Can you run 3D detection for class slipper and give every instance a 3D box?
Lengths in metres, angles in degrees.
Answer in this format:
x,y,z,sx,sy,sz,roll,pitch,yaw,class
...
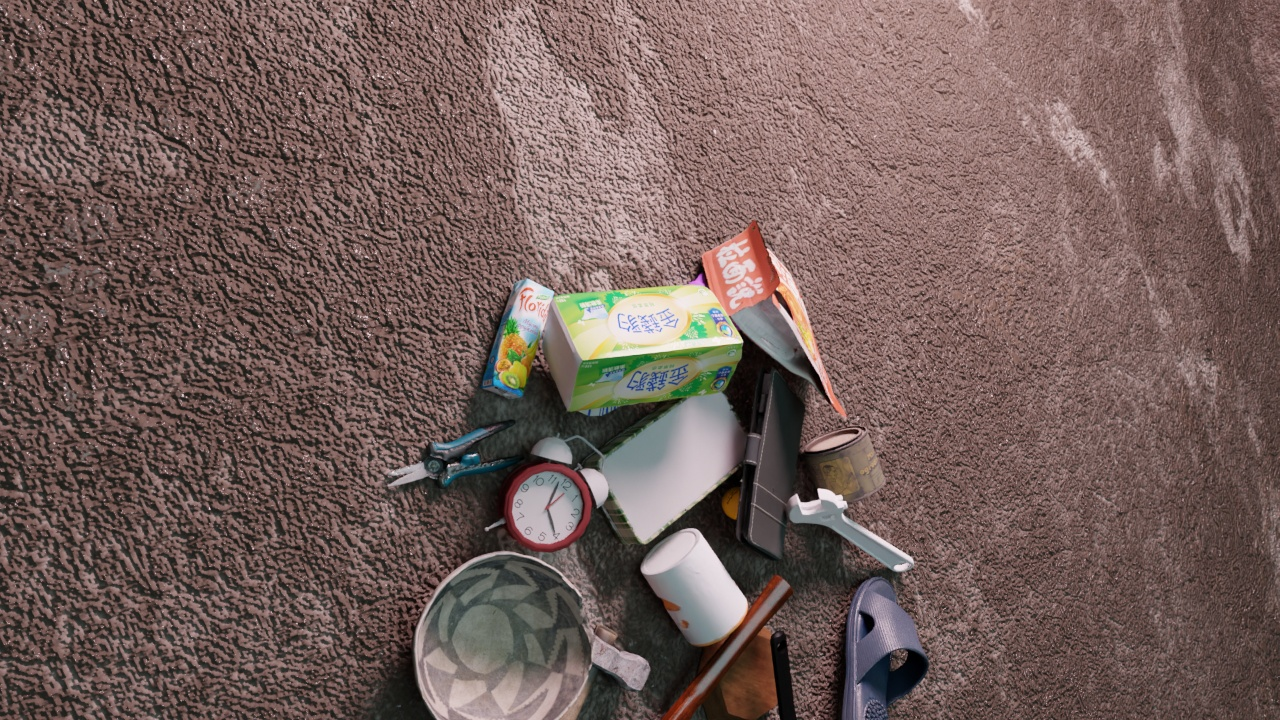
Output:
x,y,z,sx,sy,sz,roll,pitch,yaw,class
0.312,0.386,1.154,0.101,0.083,0.262,45,44,-26,slipper

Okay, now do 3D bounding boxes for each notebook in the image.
x,y,z,sx,sy,sz,roll,pitch,yaw,class
0.158,0.128,1.111,0.169,0.029,0.208,40,55,-59,notebook

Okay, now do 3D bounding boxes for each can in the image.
x,y,z,sx,sy,sz,roll,pitch,yaw,class
0.261,0.134,1.184,0.089,0.090,0.074,-27,99,-33,can

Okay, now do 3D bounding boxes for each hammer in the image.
x,y,z,sx,sy,sz,roll,pitch,yaw,class
-0.104,0.420,0.932,0.121,0.049,0.318,35,67,-20,hammer
0.072,0.364,1.031,0.300,0.028,0.111,-46,115,-18,hammer

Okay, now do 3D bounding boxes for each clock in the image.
x,y,z,sx,sy,sz,roll,pitch,yaw,class
-0.093,0.142,0.955,0.096,0.048,0.137,42,77,-11,clock

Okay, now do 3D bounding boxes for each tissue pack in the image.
x,y,z,sx,sy,sz,roll,pitch,yaw,class
-0.006,0.006,1.002,0.197,0.142,0.120,-2,45,-19,tissue pack

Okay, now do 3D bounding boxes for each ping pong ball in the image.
x,y,z,sx,sy,sz,roll,pitch,yaw,class
0.119,0.173,1.114,0.040,0.040,0.040,5,80,-33,ping pong ball

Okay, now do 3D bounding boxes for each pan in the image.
x,y,z,sx,sy,sz,roll,pitch,yaw,class
0.193,0.488,1.081,0.203,0.044,0.356,-17,104,-39,pan

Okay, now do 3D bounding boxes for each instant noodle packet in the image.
x,y,z,sx,sy,sz,roll,pitch,yaw,class
0.176,-0.040,1.126,0.221,0.084,0.164,48,18,-29,instant noodle packet

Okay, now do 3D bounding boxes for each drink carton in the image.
x,y,z,sx,sy,sz,roll,pitch,yaw,class
-0.129,-0.024,0.976,0.044,0.039,0.128,25,70,-29,drink carton

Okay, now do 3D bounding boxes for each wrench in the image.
x,y,z,sx,sy,sz,roll,pitch,yaw,class
0.282,0.227,1.192,0.273,0.066,0.018,35,37,-38,wrench

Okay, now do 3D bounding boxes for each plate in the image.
x,y,z,sx,sy,sz,roll,pitch,yaw,class
0.126,0.376,1.099,0.131,0.025,0.131,5,81,-33,plate

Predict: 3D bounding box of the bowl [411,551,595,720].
x,y,z,sx,sy,sz,roll,pitch,yaw,class
-0.143,0.278,0.898,0.178,0.081,0.178,6,76,-27,bowl

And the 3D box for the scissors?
x,y,z,sx,sy,sz,roll,pitch,yaw,class
-0.181,0.103,0.937,0.144,0.019,0.126,31,68,-25,scissors

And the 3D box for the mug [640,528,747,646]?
x,y,z,sx,sy,sz,roll,pitch,yaw,class
0.061,0.256,1.039,0.082,0.082,0.105,-41,105,-31,mug

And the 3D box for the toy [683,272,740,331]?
x,y,z,sx,sy,sz,roll,pitch,yaw,class
0.077,-0.058,1.110,0.105,0.056,0.088,-40,102,-41,toy

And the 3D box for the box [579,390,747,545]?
x,y,z,sx,sy,sz,roll,pitch,yaw,class
0.034,0.113,1.062,0.205,0.050,0.117,-35,100,-33,box
